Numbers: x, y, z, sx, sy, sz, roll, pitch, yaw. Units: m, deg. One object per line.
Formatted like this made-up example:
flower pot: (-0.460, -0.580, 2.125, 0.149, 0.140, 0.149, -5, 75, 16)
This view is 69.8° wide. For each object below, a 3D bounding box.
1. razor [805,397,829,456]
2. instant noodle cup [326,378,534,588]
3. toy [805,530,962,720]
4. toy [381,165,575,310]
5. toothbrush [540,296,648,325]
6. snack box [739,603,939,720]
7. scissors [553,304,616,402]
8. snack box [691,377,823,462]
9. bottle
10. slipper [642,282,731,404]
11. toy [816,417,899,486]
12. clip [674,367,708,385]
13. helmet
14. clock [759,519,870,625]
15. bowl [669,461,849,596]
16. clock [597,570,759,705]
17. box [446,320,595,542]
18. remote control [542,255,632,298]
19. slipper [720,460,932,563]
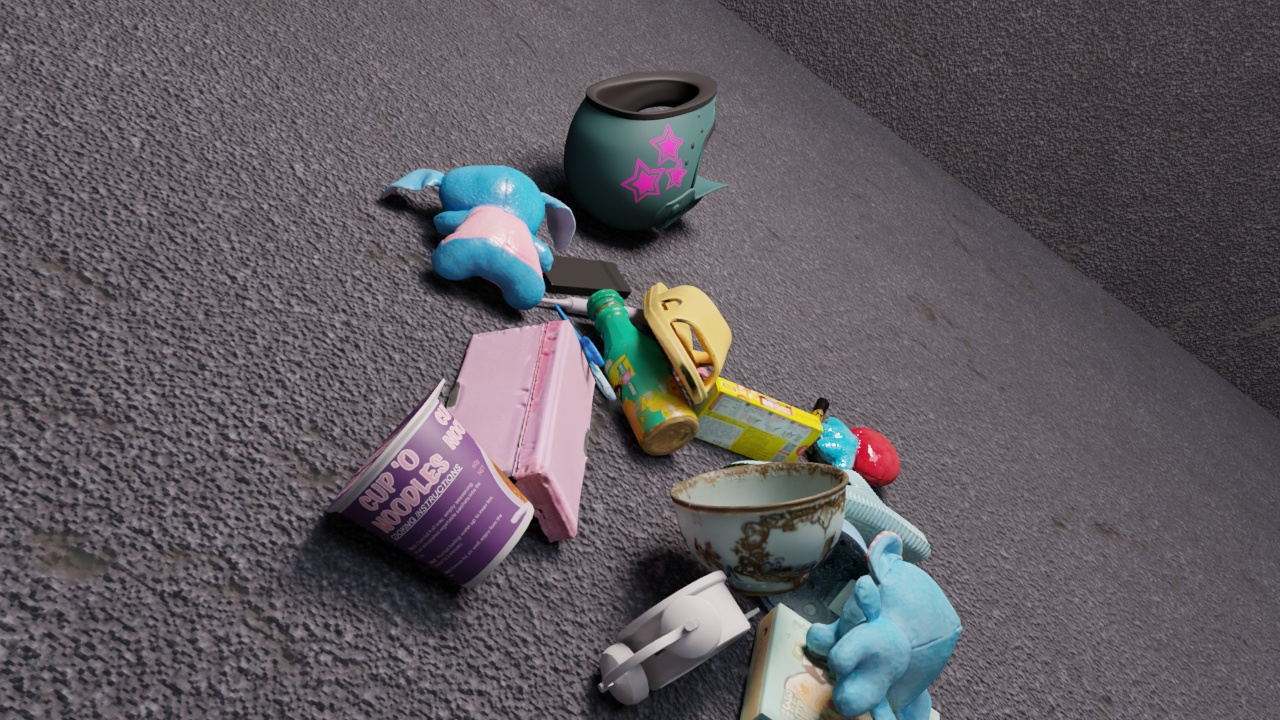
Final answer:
razor: (0.228, 0.081, 1.211, 0.044, 0.021, 0.143, 40, 30, 4)
instant noodle cup: (-0.152, 0.103, 0.722, 0.122, 0.122, 0.136, 42, 58, -11)
toy: (0.205, 0.253, 0.812, 0.180, 0.115, 0.183, -12, 94, -46)
toy: (-0.179, -0.153, 1.042, 0.224, 0.099, 0.191, 14, 45, -21)
toothbrush: (-0.060, -0.063, 1.110, 0.187, 0.018, 0.019, 7, 37, -39)
snack box: (0.183, 0.327, 0.825, 0.193, 0.044, 0.141, 35, 29, -3)
scissors: (-0.057, -0.005, 1.001, 0.125, 0.016, 0.123, 38, -26, 61)
snack box: (0.131, 0.075, 1.066, 0.152, 0.075, 0.025, 22, 34, -24)
bottle: (-0.006, 0.006, 1.027, 0.068, 0.068, 0.209, 7, 43, -39)
slipper: (0.056, -0.039, 1.062, 0.099, 0.078, 0.263, 56, 7, -18)
toy: (0.274, 0.119, 1.168, 0.132, 0.062, 0.092, 19, 29, -21)
clip: (0.064, 0.013, 1.120, 0.059, 0.045, 0.023, -17, 64, -37)
helmet: (0.015, -0.284, 1.293, 0.176, 0.201, 0.273, 32, 42, 31)
clock: (0.188, 0.214, 0.908, 0.162, 0.118, 0.060, 34, 20, 4)
bowl: (0.110, 0.154, 0.823, 0.159, 0.160, 0.094, -14, 98, -52)
clock: (0.025, 0.222, 0.741, 0.159, 0.120, 0.061, 2, 51, -58)
box: (-0.119, 0.064, 0.881, 0.232, 0.116, 0.107, -87, 159, -52)
remote control: (-0.074, -0.106, 1.155, 0.133, 0.013, 0.058, 1, 47, -43)
slipper: (0.214, 0.154, 1.016, 0.276, 0.116, 0.069, 28, 65, -23)
